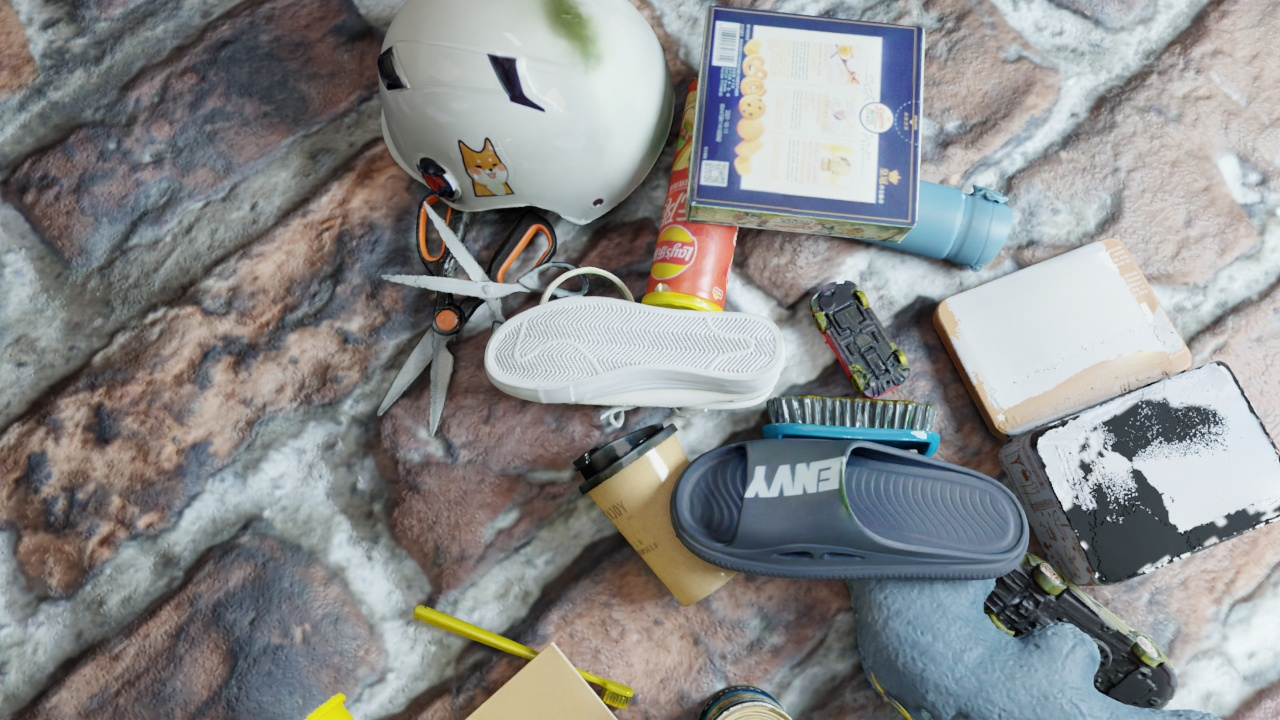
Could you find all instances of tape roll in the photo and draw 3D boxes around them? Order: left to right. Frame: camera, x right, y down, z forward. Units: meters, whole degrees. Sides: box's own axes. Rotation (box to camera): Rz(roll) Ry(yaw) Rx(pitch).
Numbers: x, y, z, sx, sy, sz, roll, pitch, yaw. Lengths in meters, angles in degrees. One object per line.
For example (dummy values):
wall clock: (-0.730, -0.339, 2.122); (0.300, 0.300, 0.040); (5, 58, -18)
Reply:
tape roll: (-0.046, -0.037, 0.791); (0.085, 0.014, 0.086); (0, 91, -13)

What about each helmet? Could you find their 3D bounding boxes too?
helmet: (-0.106, -0.249, 0.776); (0.274, 0.157, 0.229); (19, 71, 9)

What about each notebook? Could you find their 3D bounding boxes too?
notebook: (-0.056, 0.350, 0.710); (0.149, 0.012, 0.211); (-41, 81, -2)

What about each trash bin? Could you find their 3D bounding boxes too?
trash bin: (-0.201, 0.401, 0.611); (0.255, 0.230, 0.229); (44, 82, 5)

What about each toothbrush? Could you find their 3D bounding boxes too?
toothbrush: (-0.097, 0.239, 0.742); (0.190, 0.016, 0.016); (20, 85, 6)

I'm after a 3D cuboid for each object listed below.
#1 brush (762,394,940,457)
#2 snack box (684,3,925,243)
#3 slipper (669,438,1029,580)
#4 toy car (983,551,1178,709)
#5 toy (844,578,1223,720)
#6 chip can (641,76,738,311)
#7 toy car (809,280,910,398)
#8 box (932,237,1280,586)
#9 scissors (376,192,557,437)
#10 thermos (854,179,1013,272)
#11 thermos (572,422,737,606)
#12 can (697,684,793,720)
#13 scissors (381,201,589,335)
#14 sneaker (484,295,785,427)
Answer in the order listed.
brush: (0.172, 0.066, 0.752); (0.144, 0.055, 0.073); (4, 76, 2)
snack box: (0.134, -0.194, 0.751); (0.182, 0.046, 0.177); (7, 76, 0)
slipper: (0.157, 0.096, 0.671); (0.268, 0.083, 0.110); (5, 50, 0)
toy car: (0.337, 0.214, 0.713); (0.158, 0.042, 0.070); (39, 118, 9)
toy: (0.246, 0.220, 0.684); (0.356, 0.091, 0.138); (33, 102, 22)
chip can: (0.056, -0.138, 0.797); (0.073, 0.073, 0.216); (11, 76, 4)
toy car: (0.185, -0.019, 0.784); (0.049, 0.031, 0.106); (-28, 76, -5)
box: (0.374, 0.034, 0.747); (0.177, 0.082, 0.260); (-20, 74, -2)
scissors: (-0.169, -0.055, 0.810); (0.224, 0.022, 0.204); (-36, 78, -6)
thermos: (0.204, -0.134, 0.793); (0.220, 0.070, 0.070); (14, 78, 5)
thermos: (0.017, 0.120, 0.733); (0.093, 0.093, 0.143); (-33, 86, -6)
can: (0.080, 0.284, 0.676); (0.075, 0.111, 0.075); (0, 77, 2)
scissors: (-0.125, -0.061, 0.782); (0.159, 0.014, 0.181); (-27, 101, -17)
sneaker: (-0.004, 0.005, 0.760); (0.242, 0.091, 0.089); (1, 65, 5)
